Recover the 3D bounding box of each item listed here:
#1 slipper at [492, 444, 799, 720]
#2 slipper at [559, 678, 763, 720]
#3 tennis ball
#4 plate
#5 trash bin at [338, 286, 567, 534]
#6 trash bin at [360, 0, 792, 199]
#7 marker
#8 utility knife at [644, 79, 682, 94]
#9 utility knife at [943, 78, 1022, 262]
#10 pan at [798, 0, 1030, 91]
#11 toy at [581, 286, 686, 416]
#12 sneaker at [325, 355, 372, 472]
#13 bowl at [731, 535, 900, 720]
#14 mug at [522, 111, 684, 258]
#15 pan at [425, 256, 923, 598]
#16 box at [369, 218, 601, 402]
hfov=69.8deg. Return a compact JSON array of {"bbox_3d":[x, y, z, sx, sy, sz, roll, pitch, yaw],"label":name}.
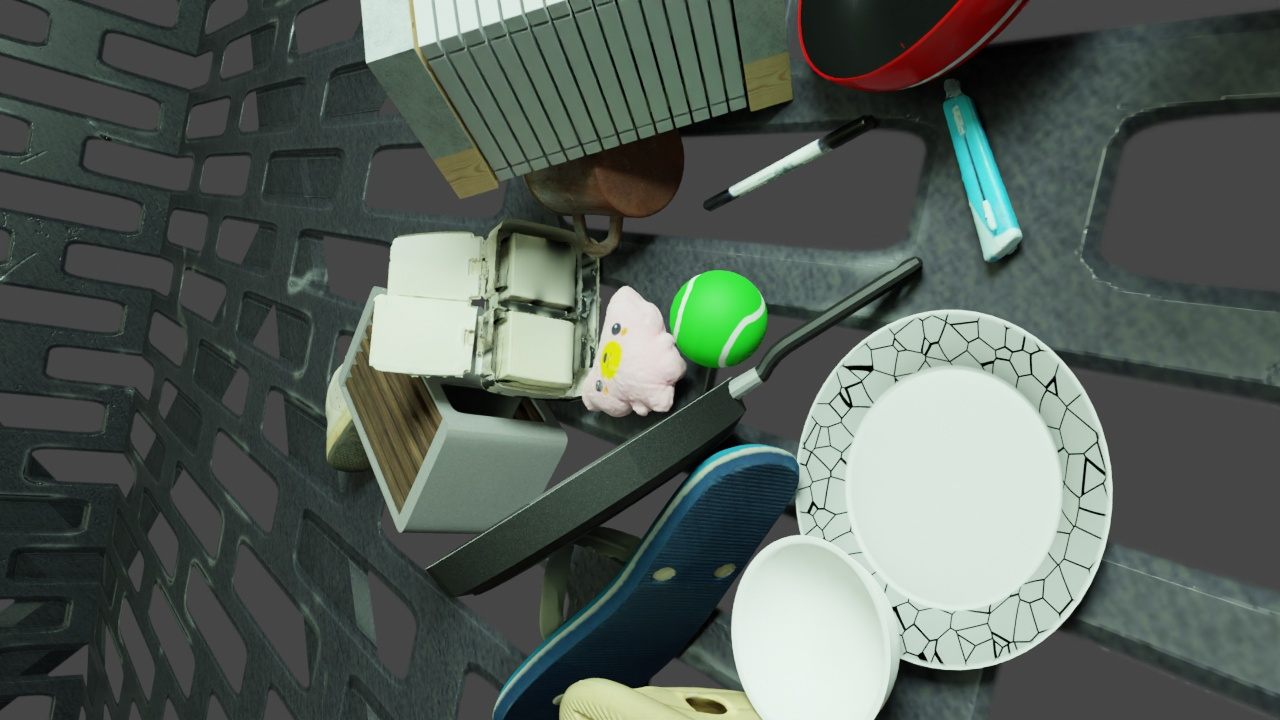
[{"bbox_3d":[-0.003,0.148,0.606,0.296,0.118,0.060,-55,40,27],"label":"slipper"},{"bbox_3d":[0.070,0.250,0.529,0.262,0.079,0.111,10,114,37],"label":"slipper"},{"bbox_3d":[0.052,-0.027,0.614,0.066,0.065,0.065,-15,71,49],"label":"tennis ball"},{"bbox_3d":[0.161,0.068,0.497,0.189,0.016,0.188,-15,71,49],"label":"plate"},{"bbox_3d":[-0.182,0.044,0.852,0.229,0.114,0.115,50,121,44],"label":"trash bin"},{"bbox_3d":[-0.040,-0.239,0.613,0.247,0.142,0.142,-15,64,6],"label":"trash bin"},{"bbox_3d":[0.097,-0.132,0.625,0.152,0.011,0.011,-20,67,48],"label":"marker"},{"bbox_3d":[-0.009,-0.228,0.776,0.196,0.015,0.031,-11,69,51],"label":"utility knife"},{"bbox_3d":[0.185,-0.108,0.507,0.022,0.015,0.117,-35,54,43],"label":"utility knife"},{"bbox_3d":[0.141,-0.279,0.558,0.209,0.067,0.356,-66,24,19],"label":"pan"},{"bbox_3d":[-0.004,0.004,0.691,0.093,0.050,0.102,37,115,45],"label":"toy"},{"bbox_3d":[-0.297,0.016,1.036,0.242,0.088,0.102,-58,35,32],"label":"sneaker"},{"bbox_3d":[0.103,0.152,0.503,0.110,0.040,0.110,-13,73,50],"label":"bowl"},{"bbox_3d":[-0.030,-0.142,0.730,0.110,0.096,0.123,17,116,56],"label":"mug"},{"bbox_3d":[0.023,0.046,0.570,0.357,0.225,0.034,-33,86,14],"label":"pan"},{"bbox_3d":[-0.120,-0.043,0.752,0.066,0.185,0.145,133,141,-71],"label":"box"}]
